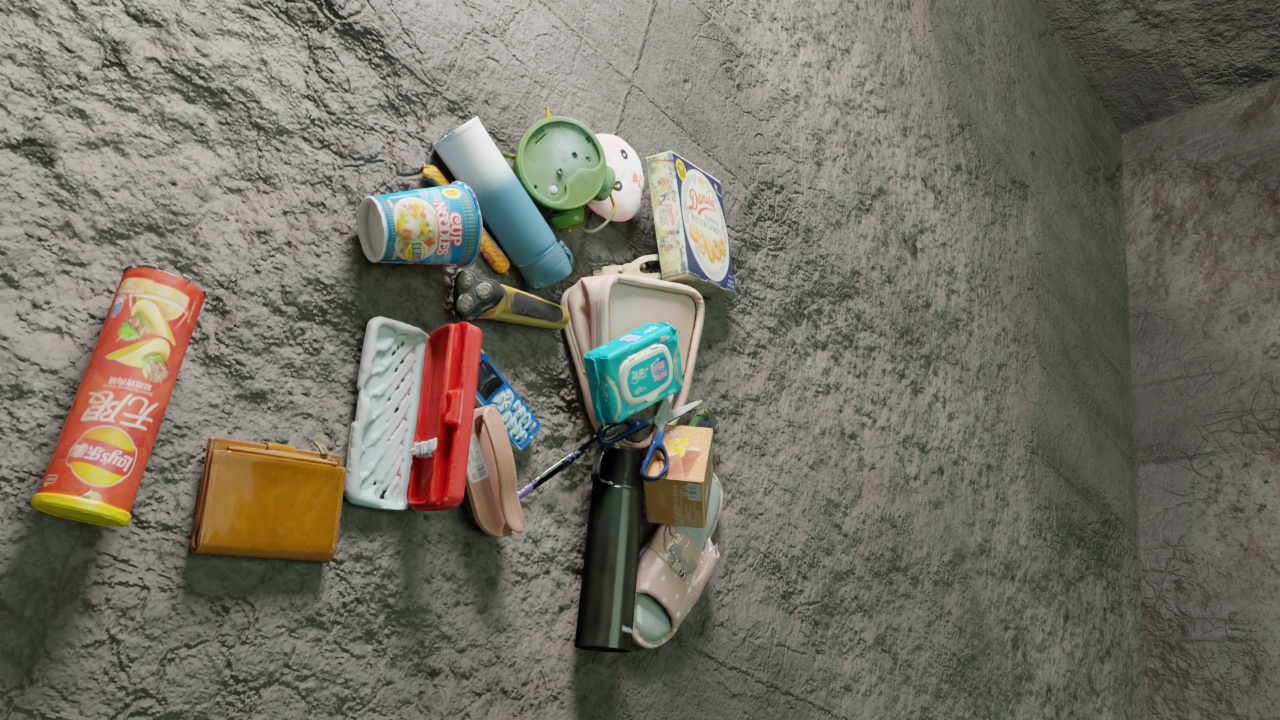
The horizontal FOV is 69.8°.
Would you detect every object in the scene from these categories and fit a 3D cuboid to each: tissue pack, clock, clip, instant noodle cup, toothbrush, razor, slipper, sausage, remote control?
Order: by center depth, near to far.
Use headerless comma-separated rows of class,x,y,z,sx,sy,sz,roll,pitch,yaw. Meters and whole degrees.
instant noodle cup,-0.245,-0.145,1.002,0.109,0.099,0.099,-11,87,-38
remote control,-0.168,0.047,1.067,0.125,0.024,0.048,55,47,-20
sausage,-0.207,-0.167,1.092,0.165,0.022,0.021,53,47,-20
razor,-0.149,-0.065,1.095,0.167,0.068,0.062,13,71,-49
toothbrush,-0.090,0.124,1.109,0.188,0.017,0.014,-35,120,-33
tissue pack,-0.009,0.015,1.132,0.133,0.050,0.093,-27,118,-34
clock,-0.095,-0.233,1.169,0.116,0.056,0.161,-46,106,-15
slipper,0.055,0.254,1.212,0.114,0.055,0.273,50,48,-24
clip,-0.021,-0.118,1.270,0.104,0.087,0.035,-13,89,-18

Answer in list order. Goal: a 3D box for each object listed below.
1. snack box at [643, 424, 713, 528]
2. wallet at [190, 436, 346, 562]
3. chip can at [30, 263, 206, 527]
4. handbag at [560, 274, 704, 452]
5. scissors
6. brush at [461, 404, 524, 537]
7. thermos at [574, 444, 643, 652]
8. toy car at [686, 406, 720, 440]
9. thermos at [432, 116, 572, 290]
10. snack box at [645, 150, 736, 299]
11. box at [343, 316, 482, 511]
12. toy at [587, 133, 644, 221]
snack box,0.050,0.148,1.181,0.094,0.077,0.093,-75,165,-47
wallet,-0.343,0.125,0.860,0.130,0.035,0.119,17,67,-43
chip can,-0.434,0.028,0.772,0.073,0.073,0.216,26,60,-38
handbag,-0.007,0.007,1.211,0.193,0.094,0.234,2,86,-43
scissors,0.019,0.087,1.154,0.162,0.012,0.162,-2,53,-24
brush,-0.167,0.125,1.012,0.063,0.073,0.145,-15,91,-47
thermos,-0.042,0.224,1.111,0.090,0.069,0.242,32,55,-51
toy car,0.080,0.106,1.292,0.043,0.036,0.091,52,49,-20
thermos,-0.162,-0.185,1.112,0.220,0.070,0.070,56,46,-18
snack box,0.076,-0.192,1.333,0.177,0.046,0.182,9,71,-62
box,-0.233,0.052,0.949,0.100,0.095,0.200,19,66,-43
toy,-0.060,-0.258,1.248,0.159,0.054,0.121,20,67,-32
